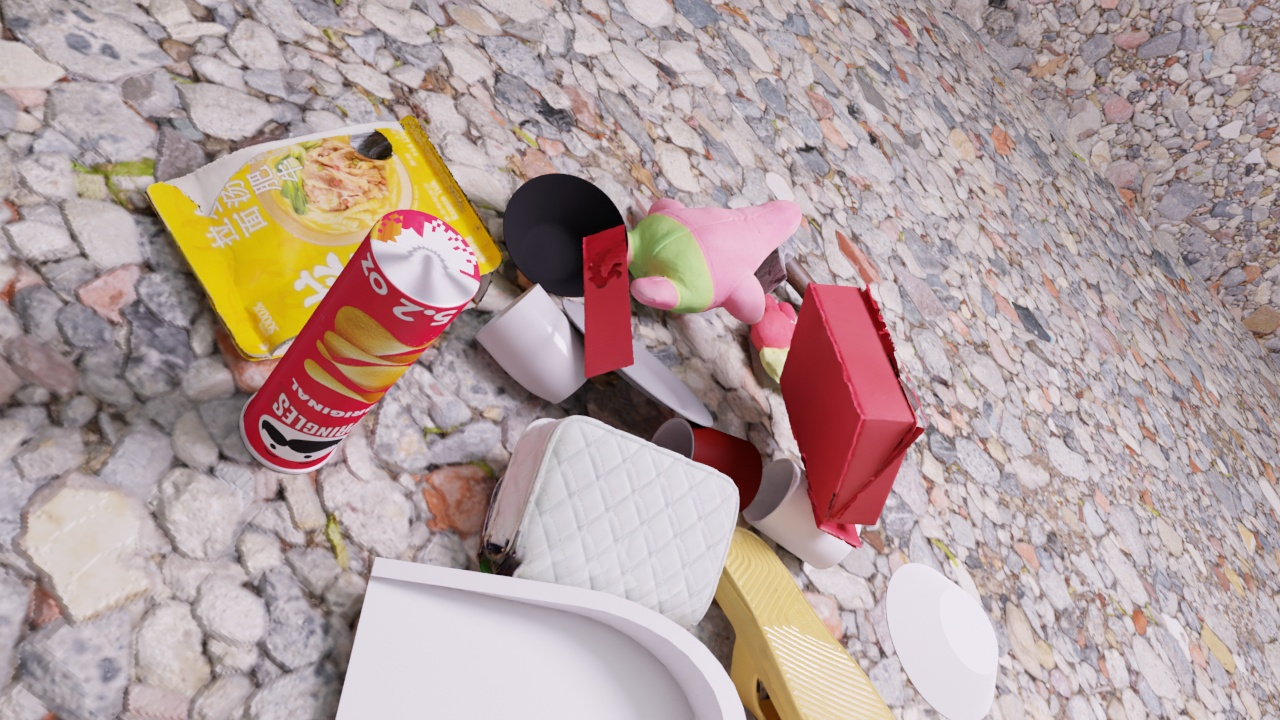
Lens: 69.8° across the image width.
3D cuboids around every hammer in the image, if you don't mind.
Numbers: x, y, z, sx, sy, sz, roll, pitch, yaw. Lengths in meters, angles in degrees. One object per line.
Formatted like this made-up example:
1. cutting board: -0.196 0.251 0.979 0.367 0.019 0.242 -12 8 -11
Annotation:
1. hammer: 0.245 -0.027 1.110 0.300 0.037 0.217 47 22 -13

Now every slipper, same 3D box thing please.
1. slipper: 0.121 0.263 0.783 0.099 0.079 0.263 6 40 -41

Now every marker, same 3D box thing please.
1. marker: -0.076 -0.110 0.925 0.146 0.017 0.017 46 40 -5

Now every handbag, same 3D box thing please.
1. handbag: -0.022 0.131 0.733 0.194 0.073 0.138 25 77 -28

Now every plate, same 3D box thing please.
1. plate: 0.339 0.296 0.988 0.174 0.036 0.173 24 47 -28
2. plate: -0.005 0.005 0.846 0.178 0.012 0.178 39 9 -7

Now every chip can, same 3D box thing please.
1. chip can: -0.184 -0.004 0.582 0.069 0.221 0.069 24 47 -28

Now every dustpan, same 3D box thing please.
1. dustpan: -0.058 0.238 0.579 0.257 0.053 0.191 16 58 -17

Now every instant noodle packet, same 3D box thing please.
1. instant noodle packet: -0.242 -0.096 0.721 0.221 0.084 0.163 -24 77 -43

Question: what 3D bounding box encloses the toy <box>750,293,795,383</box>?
1. toy: 0.162 -0.023 1.057 0.091 0.045 0.135 24 42 -34

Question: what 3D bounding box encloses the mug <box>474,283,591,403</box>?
1. mug: -0.087 -0.015 0.814 0.089 0.071 0.107 50 12 -11

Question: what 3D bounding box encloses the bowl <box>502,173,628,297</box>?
1. bowl: -0.079 -0.112 0.883 0.124 0.053 0.124 6 74 -22

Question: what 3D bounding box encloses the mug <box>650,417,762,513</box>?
1. mug: 0.055 0.114 0.842 0.082 0.073 0.105 21 72 -31

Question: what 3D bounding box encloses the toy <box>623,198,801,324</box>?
1. toy: 0.074 -0.119 0.981 0.236 0.097 0.192 -23 60 -23

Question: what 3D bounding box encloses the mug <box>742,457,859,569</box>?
1. mug: 0.157 0.143 0.916 0.090 0.074 0.110 36 16 -17

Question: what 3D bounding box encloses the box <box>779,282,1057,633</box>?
1. box: 0.273 0.099 0.909 0.374 0.148 0.212 35 28 -26
